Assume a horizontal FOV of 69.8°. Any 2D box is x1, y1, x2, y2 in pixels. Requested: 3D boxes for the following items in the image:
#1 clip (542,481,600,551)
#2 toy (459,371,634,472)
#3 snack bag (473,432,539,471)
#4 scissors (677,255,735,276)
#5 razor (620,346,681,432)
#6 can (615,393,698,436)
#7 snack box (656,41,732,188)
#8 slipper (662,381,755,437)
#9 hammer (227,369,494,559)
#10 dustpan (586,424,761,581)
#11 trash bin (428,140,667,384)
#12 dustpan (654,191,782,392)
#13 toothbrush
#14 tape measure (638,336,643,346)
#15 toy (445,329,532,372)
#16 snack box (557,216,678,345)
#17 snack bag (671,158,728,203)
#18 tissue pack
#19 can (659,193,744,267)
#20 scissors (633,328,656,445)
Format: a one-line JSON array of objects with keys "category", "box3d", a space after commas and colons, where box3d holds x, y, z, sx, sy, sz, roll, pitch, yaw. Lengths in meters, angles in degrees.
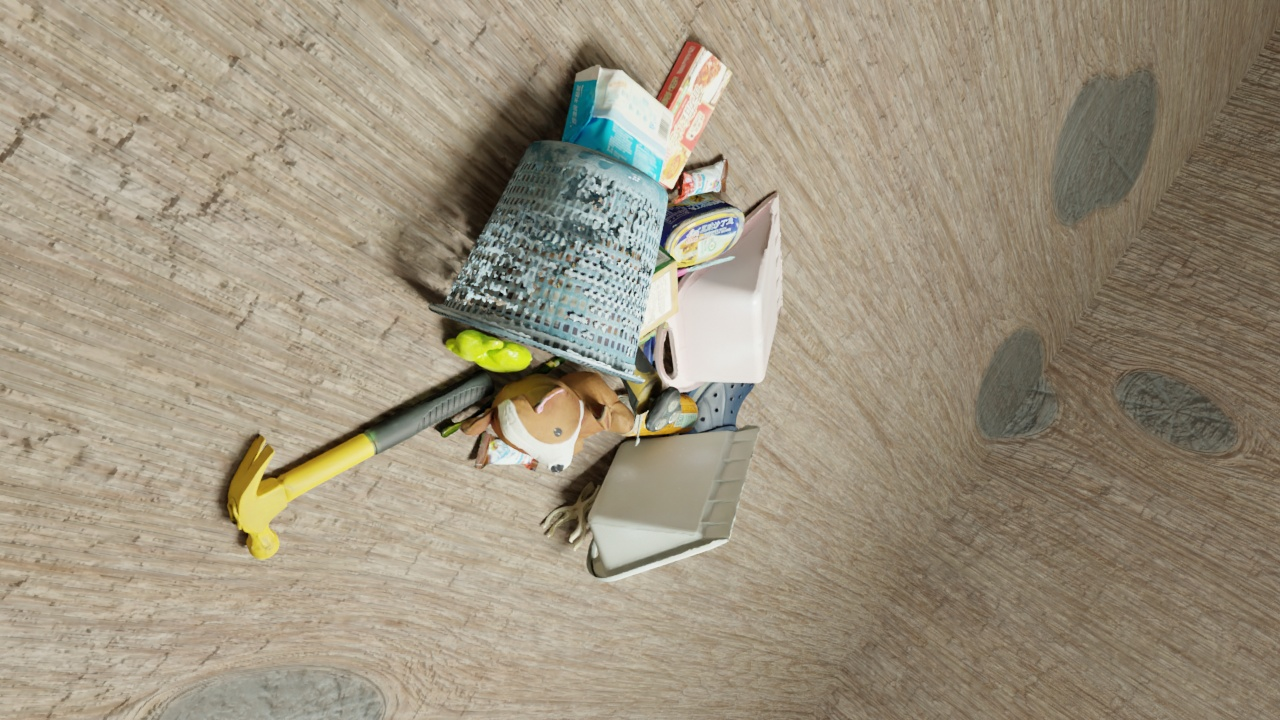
[{"category": "clip", "box3d": [-0.083, 0.223, 1.286, 0.102, 0.094, 0.035, -31, 140, -16]}, {"category": "toy", "box3d": [-0.102, 0.070, 1.070, 0.140, 0.130, 0.199, -27, 160, 22]}, {"category": "snack bag", "box3d": [-0.161, 0.113, 1.131, 0.104, 0.026, 0.048, 13, 94, -55]}, {"category": "scissors", "box3d": [0.063, -0.117, 1.178, 0.133, 0.017, 0.054, -17, 173, -18]}, {"category": "razor", "box3d": [-0.007, 0.007, 1.127, 0.062, 0.167, 0.068, -23, 168, -46]}, {"category": "can", "box3d": [0.019, 0.076, 1.294, 0.145, 0.058, 0.058, 3, 115, -52]}, {"category": "snack box", "box3d": [0.045, -0.280, 1.056, 0.075, 0.025, 0.153, 17, 104, -55]}, {"category": "slipper", "box3d": [0.098, 0.110, 1.393, 0.253, 0.095, 0.105, -57, 149, 8]}, {"category": "hammer", "box3d": [-0.281, 0.085, 0.953, 0.299, 0.033, 0.129, -30, 140, -33]}, {"category": "dustpan", "box3d": [0.033, 0.212, 1.277, 0.222, 0.258, 0.143, -65, 147, -49]}, {"category": "trash bin", "box3d": [-0.072, -0.103, 0.919, 0.226, 0.227, 0.195, 22, 87, -56]}, {"category": "dustpan", "box3d": [0.116, -0.084, 1.299, 0.272, 0.139, 0.223, -71, 159, -46]}, {"category": "toothbrush", "box3d": [-0.161, 0.039, 1.080, 0.185, 0.017, 0.012, -34, 138, -33]}, {"category": "tape measure", "box3d": [-0.020, -0.031, 1.183, 0.059, 0.029, 0.057, -24, 134, -39]}, {"category": "toy", "box3d": [-0.160, -0.008, 0.992, 0.100, 0.097, 0.031, 13, 74, -29]}, {"category": "snack box", "box3d": [-0.018, -0.092, 1.065, 0.118, 0.106, 0.118, -36, 141, -29]}, {"category": "snack bag", "box3d": [0.075, -0.223, 1.141, 0.105, 0.026, 0.045, -23, 124, -43]}, {"category": "tissue pack", "box3d": [-0.024, -0.238, 0.959, 0.140, 0.063, 0.090, 20, 81, -56]}, {"category": "can", "box3d": [0.067, -0.164, 1.160, 0.147, 0.049, 0.075, -22, 133, -40]}, {"category": "scissors", "box3d": [0.006, 0.028, 1.203, 0.166, 0.012, 0.155, -43, 136, -79]}]
